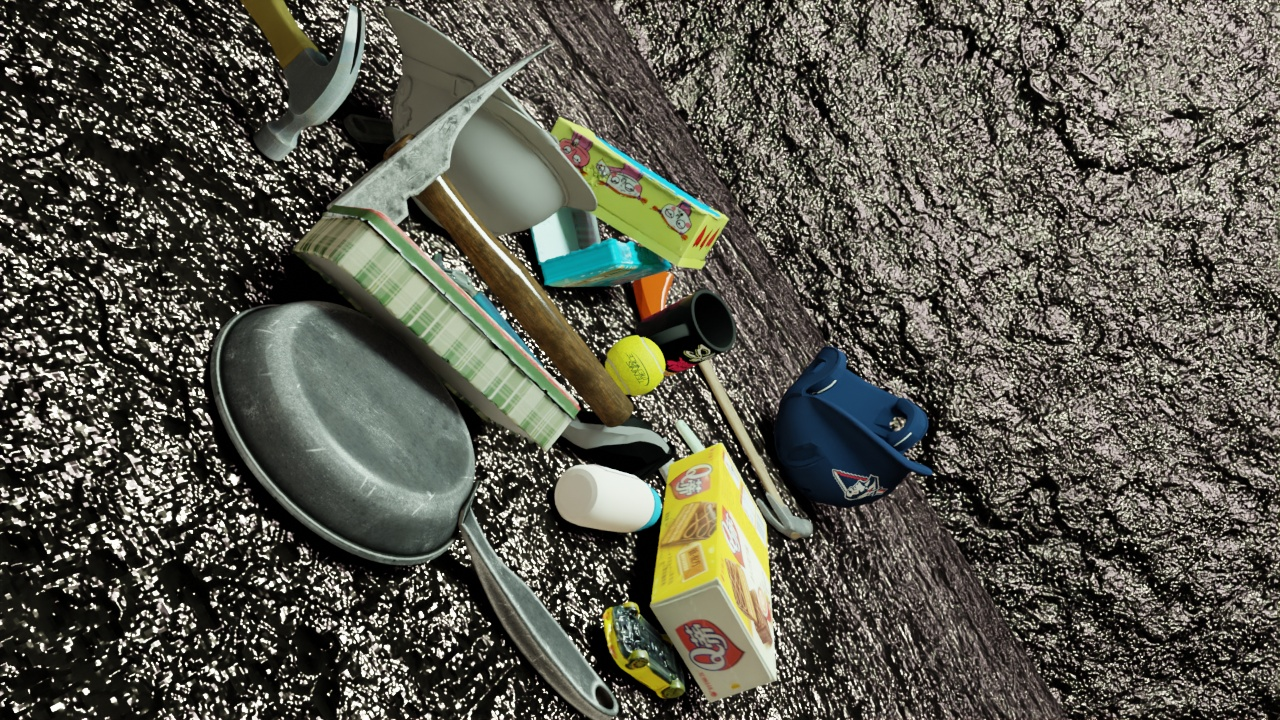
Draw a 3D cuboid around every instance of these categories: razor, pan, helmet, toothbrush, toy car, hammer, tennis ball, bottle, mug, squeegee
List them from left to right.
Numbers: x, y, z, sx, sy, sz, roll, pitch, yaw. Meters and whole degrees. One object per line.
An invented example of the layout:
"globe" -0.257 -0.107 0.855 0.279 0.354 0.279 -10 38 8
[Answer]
"hammer" -0.312 -0.312 0.693 0.333 0.118 0.025 56 14 14
"pan" -0.118 0.100 0.578 0.357 0.055 0.187 48 17 -13
"helmet" -0.163 -0.184 0.843 0.183 0.117 0.271 33 -6 44
"razor" -0.133 -0.038 0.816 0.144 0.022 0.042 48 20 -28
"hammer" -0.075 -0.083 0.764 0.300 0.217 0.037 52 -16 -23
"razor" -0.028 0.072 0.864 0.156 0.057 0.060 38 57 -48
"bottle" -0.018 0.122 0.792 0.146 0.051 0.051 27 34 -59
"tennis ball" -0.006 0.006 1.010 0.065 0.065 0.065 49 19 -23
"toy car" 0.004 0.225 0.703 0.107 0.030 0.049 51 16 -40
"squeegee" 0.018 -0.103 1.262 0.250 0.055 0.184 101 -19 -68
"mug" 0.046 -0.030 1.142 0.117 0.098 0.082 -16 83 -50
"toothbrush" 0.090 0.134 1.131 0.155 0.015 0.022 53 49 -13
"hammer" 0.149 0.106 1.325 0.119 0.031 0.331 25 36 -60
"helmet" 0.327 0.125 1.431 0.232 0.223 0.272 32 -3 -25

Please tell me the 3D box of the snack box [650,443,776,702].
"snack box" 0.068 0.177 0.820 0.110 0.062 0.229 61 15 -17

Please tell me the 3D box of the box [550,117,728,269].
"box" -0.011 -0.196 1.102 0.221 0.081 0.124 36 15 10

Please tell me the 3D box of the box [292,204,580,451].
"box" -0.137 -0.022 0.635 0.205 0.049 0.118 45 -17 -29

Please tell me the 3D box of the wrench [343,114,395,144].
"wrench" -0.218 -0.227 0.930 0.073 0.018 0.272 58 18 0

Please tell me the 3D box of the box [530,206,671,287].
"box" -0.049 -0.155 1.097 0.226 0.098 0.121 -16 91 -72

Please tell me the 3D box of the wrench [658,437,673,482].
"wrench" 0.062 0.193 0.942 0.083 0.018 0.273 41 23 -42
